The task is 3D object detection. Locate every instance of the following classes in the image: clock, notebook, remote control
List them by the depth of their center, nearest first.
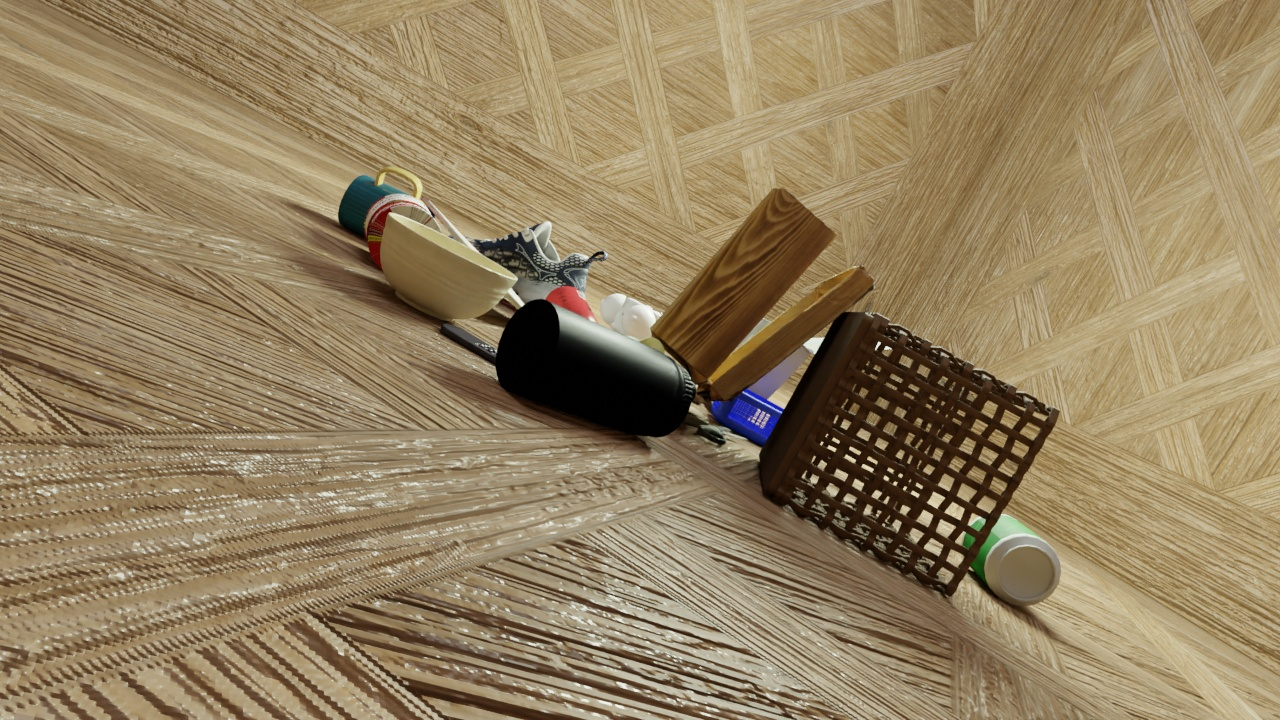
[{"bbox_3d":[-0.143,-0.006,0.901,0.124,0.009,0.046,30,6,14],"label":"remote control"},{"bbox_3d":[-0.191,-0.113,1.172,0.153,0.012,0.209,48,-2,26],"label":"notebook"},{"bbox_3d":[0.019,-0.053,1.452,0.161,0.073,0.125,32,0,-40],"label":"clock"}]

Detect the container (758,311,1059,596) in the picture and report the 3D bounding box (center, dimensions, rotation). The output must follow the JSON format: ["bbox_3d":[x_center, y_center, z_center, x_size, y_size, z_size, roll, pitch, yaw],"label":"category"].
[{"bbox_3d":[0.283,0.088,1.044,0.214,0.219,0.251,29,6,4],"label":"container"}]

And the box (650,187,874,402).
[{"bbox_3d":[0.136,-0.063,1.184,0.168,0.245,0.279,45,0,0],"label":"box"}]

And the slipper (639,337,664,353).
[{"bbox_3d":[0.002,0.026,1.035,0.081,0.091,0.190,53,3,-4],"label":"slipper"}]

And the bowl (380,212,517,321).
[{"bbox_3d":[-0.214,-0.090,0.977,0.151,0.075,0.150,28,7,-4],"label":"bowl"}]

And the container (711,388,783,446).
[{"bbox_3d":[0.161,0.081,1.347,0.114,0.058,0.096,28,6,-5],"label":"container"}]

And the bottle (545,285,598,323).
[{"bbox_3d":[-0.089,-0.046,1.217,0.062,0.062,0.176,26,13,-21],"label":"bottle"}]

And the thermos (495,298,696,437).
[{"bbox_3d":[-0.030,0.016,0.859,0.198,0.086,0.086,23,8,-41],"label":"thermos"}]

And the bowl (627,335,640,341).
[{"bbox_3d":[-0.007,0.007,1.188,0.117,0.061,0.117,29,6,-4],"label":"bowl"}]

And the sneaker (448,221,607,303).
[{"bbox_3d":[-0.179,-0.153,1.380,0.269,0.132,0.103,25,4,22],"label":"sneaker"}]

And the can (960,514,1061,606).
[{"bbox_3d":[0.464,0.248,1.156,0.088,0.088,0.139,29,6,2],"label":"can"}]

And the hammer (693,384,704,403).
[{"bbox_3d":[-0.026,-0.018,1.462,0.305,0.040,0.132,31,3,18],"label":"hammer"}]

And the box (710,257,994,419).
[{"bbox_3d":[0.318,-0.047,1.474,0.166,0.478,0.119,-117,-178,-79],"label":"box"}]

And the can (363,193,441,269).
[{"bbox_3d":[-0.292,-0.154,1.122,0.086,0.087,0.116,26,7,-23],"label":"can"}]

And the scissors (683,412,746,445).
[{"bbox_3d":[0.094,0.090,1.179,0.163,0.012,0.154,27,6,-21],"label":"scissors"}]

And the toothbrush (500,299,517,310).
[{"bbox_3d":[-0.142,-0.055,1.327,0.184,0.016,0.015,30,3,30],"label":"toothbrush"}]

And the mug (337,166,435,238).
[{"bbox_3d":[-0.343,-0.211,1.257,0.107,0.114,0.083,27,28,5],"label":"mug"}]
